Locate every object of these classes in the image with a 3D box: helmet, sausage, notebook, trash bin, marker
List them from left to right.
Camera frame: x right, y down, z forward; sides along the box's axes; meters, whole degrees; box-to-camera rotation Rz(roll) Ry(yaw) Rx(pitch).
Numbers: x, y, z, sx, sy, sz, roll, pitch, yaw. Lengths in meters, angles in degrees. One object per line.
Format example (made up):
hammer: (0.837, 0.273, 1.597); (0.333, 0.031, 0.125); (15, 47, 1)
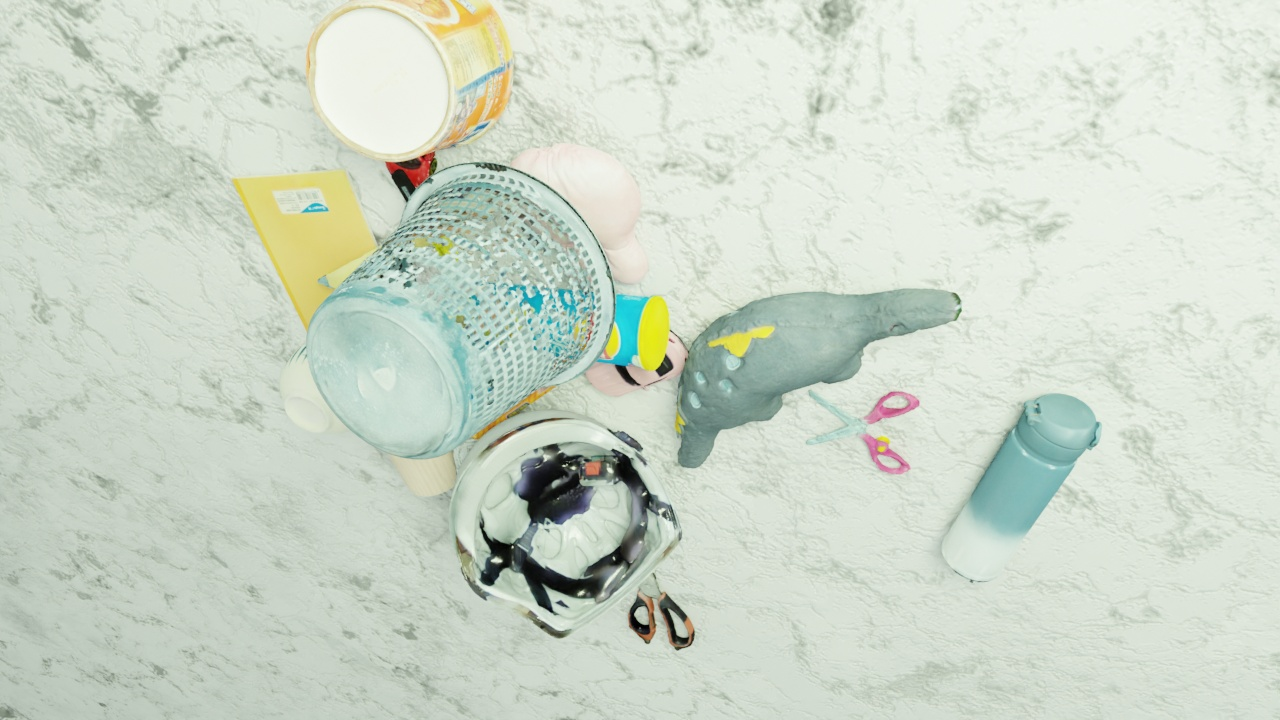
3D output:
notebook: (-0.338, -0.108, 0.989); (0.146, 0.010, 0.206); (1, 128, 21)
marker: (-0.209, -0.136, 0.899); (0.018, 0.015, 0.124); (-7, 135, 20)
trash bin: (-0.161, -0.028, 0.773); (0.227, 0.194, 0.227); (12, 124, 19)
sausage: (-0.125, 0.039, 0.981); (0.165, 0.021, 0.021); (-34, 112, 11)
helmet: (-0.094, 0.153, 1.001); (0.229, 0.146, 0.258); (-44, 115, 1)

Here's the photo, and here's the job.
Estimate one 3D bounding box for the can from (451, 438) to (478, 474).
can: (-0.184, 0.127, 1.062); (0.058, 0.058, 0.147); (5, 120, 17)

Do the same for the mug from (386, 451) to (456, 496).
mug: (-0.267, 0.092, 1.085); (0.115, 0.081, 0.106); (20, 140, 41)

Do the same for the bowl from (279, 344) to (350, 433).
bowl: (-0.378, 0.043, 1.089); (0.116, 0.066, 0.117); (11, 130, 13)

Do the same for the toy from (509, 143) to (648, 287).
toy: (-0.053, -0.130, 0.835); (0.121, 0.054, 0.159); (0, 138, 21)

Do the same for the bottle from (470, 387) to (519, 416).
bottle: (-0.237, 0.020, 1.013); (0.218, 0.065, 0.065); (17, 132, -1)

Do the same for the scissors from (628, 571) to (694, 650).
scissors: (0.002, 0.302, 1.190); (0.206, 0.015, 0.194); (36, 132, -10)

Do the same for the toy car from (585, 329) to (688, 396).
toy car: (-0.006, 0.005, 0.938); (0.123, 0.037, 0.056); (-21, 116, 34)

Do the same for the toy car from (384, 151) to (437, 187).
toy car: (-0.214, -0.206, 0.849); (0.049, 0.031, 0.106); (19, 134, 7)

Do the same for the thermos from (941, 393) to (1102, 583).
thermos: (0.360, 0.124, 0.877); (0.070, 0.070, 0.221); (18, 132, 6)

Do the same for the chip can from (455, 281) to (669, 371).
chip can: (-0.081, -0.036, 0.898); (0.210, 0.071, 0.071); (7, 130, 21)

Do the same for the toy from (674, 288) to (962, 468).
toy: (0.122, 0.004, 0.855); (0.138, 0.091, 0.358); (34, 135, -25)

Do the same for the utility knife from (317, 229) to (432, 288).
utility knife: (-0.271, -0.106, 0.948); (0.163, 0.018, 0.031); (-25, 119, 18)

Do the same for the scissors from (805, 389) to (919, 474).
scissors: (0.224, 0.065, 0.915); (0.133, 0.017, 0.136); (36, 134, -5)

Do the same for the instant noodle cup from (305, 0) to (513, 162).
instant noodle cup: (-0.190, -0.233, 0.743); (0.151, 0.111, 0.151); (4, 117, 8)
